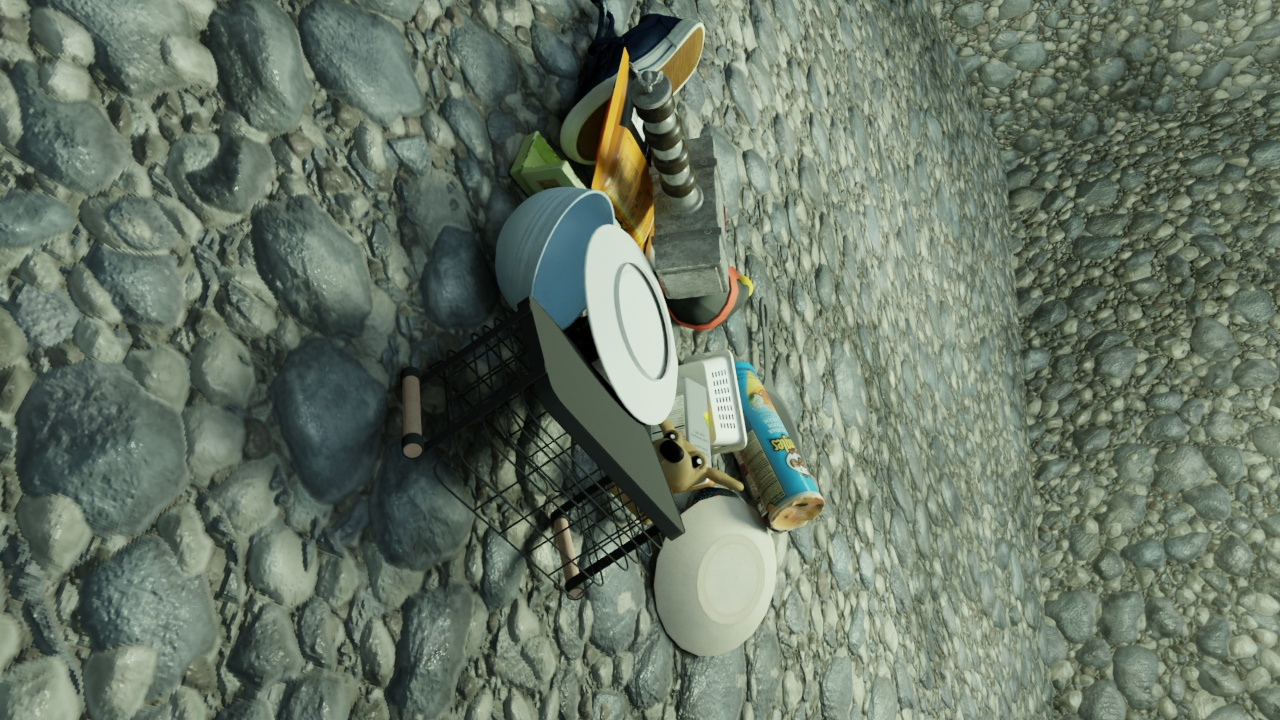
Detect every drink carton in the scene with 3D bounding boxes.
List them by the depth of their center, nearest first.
[{"bbox_3d":[0.043,0.091,1.084,0.048,0.076,0.124,28,53,-50],"label":"drink carton"}]

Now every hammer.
[{"bbox_3d":[0.033,-0.209,0.956,0.326,0.079,0.176,61,25,-65],"label":"hammer"}]

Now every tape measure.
[{"bbox_3d":[-0.061,-0.023,0.972,0.038,0.063,0.067,59,38,-24],"label":"tape measure"}]

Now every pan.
[{"bbox_3d":[0.182,0.074,1.340,0.216,0.024,0.354,23,61,-51],"label":"pan"}]

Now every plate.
[{"bbox_3d":[-0.001,-0.038,0.930,0.208,0.015,0.208,46,37,-51],"label":"plate"},{"bbox_3d":[0.099,0.256,1.084,0.188,0.027,0.188,1,89,-35],"label":"plate"}]

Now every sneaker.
[{"bbox_3d":[-0.038,-0.350,1.121,0.293,0.127,0.121,-55,161,-37],"label":"sneaker"}]

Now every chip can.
[{"bbox_3d":[0.154,0.107,1.174,0.079,0.080,0.229,35,25,-46],"label":"chip can"}]

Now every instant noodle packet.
[{"bbox_3d":[-0.007,-0.233,1.073,0.220,0.032,0.159,41,60,-71],"label":"instant noodle packet"}]

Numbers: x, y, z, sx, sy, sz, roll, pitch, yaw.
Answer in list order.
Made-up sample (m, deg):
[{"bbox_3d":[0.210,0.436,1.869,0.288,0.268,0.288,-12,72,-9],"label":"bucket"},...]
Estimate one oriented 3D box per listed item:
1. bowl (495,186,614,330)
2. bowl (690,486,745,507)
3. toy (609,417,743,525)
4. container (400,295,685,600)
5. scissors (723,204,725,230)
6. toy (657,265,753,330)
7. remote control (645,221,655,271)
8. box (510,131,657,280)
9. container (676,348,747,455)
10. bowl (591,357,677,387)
[{"bbox_3d":[-0.096,-0.109,0.917,0.150,0.075,0.151,-52,155,-36],"label":"bowl"},{"bbox_3d":[0.115,0.213,1.160,0.114,0.061,0.114,26,58,-52],"label":"bowl"},{"bbox_3d":[0.026,0.125,0.990,0.108,0.134,0.106,-44,157,-9],"label":"toy"},{"bbox_3d":[-0.082,0.082,0.806,0.241,0.130,0.162,51,10,-35],"label":"container"},{"bbox_3d":[0.109,-0.176,1.284,0.179,0.015,0.198,82,12,-48],"label":"scissors"},{"bbox_3d":[0.074,-0.088,1.165,0.100,0.097,0.119,-56,158,9],"label":"toy"},{"bbox_3d":[0.037,-0.180,1.176,0.043,0.013,0.136,16,87,-34],"label":"remote control"},{"bbox_3d":[-0.066,-0.156,1.016,0.188,0.064,0.130,49,0,-39],"label":"box"},{"bbox_3d":[0.079,0.054,1.148,0.049,0.081,0.129,-3,81,-45],"label":"container"},{"bbox_3d":[-0.006,0.006,1.042,0.116,0.066,0.116,24,60,-51],"label":"bowl"}]
